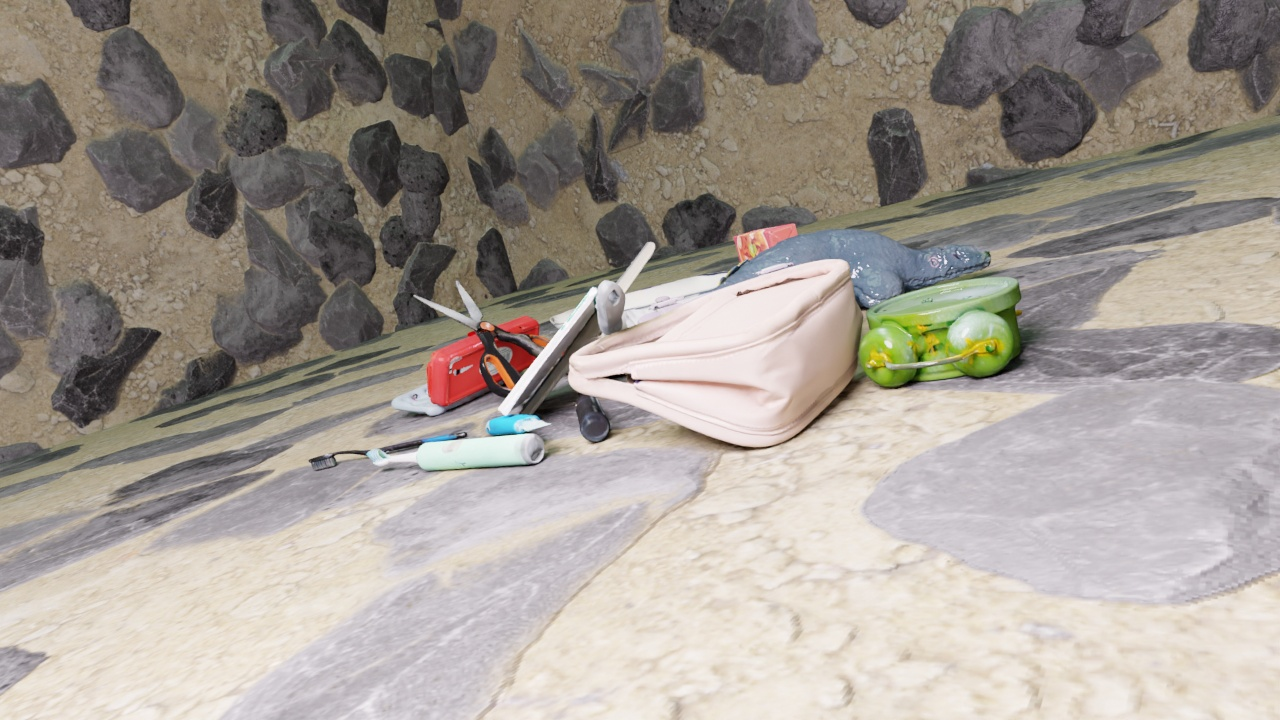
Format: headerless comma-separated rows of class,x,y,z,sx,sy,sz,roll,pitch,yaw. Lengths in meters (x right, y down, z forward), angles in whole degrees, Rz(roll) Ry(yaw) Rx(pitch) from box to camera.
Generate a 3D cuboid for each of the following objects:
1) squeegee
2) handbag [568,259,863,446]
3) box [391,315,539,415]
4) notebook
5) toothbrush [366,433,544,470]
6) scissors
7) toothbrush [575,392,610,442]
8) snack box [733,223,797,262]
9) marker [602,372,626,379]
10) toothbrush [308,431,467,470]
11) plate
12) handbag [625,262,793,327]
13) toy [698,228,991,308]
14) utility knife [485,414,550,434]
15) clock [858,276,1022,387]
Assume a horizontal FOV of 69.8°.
squeegee,-0.033,-0.037,0.863,0.246,0.039,0.247,-54,2,-10
handbag,0.046,-0.009,0.739,0.235,0.093,0.192,-1,20,33
box,-0.233,0.004,1.225,0.100,0.113,0.200,18,26,26
notebook,-0.090,-0.009,0.970,0.150,0.012,0.209,-52,2,-2
toothbrush,-0.174,0.085,0.834,0.225,0.027,0.026,-8,41,38
scissors,-0.180,-0.027,1.161,0.220,0.022,0.230,16,33,-21
toothbrush,-0.050,0.045,0.886,0.027,0.026,0.212,19,4,-8
snack box,0.175,-0.122,1.251,0.044,0.113,0.127,-20,9,-19
marker,-0.006,0.006,1.068,0.132,0.020,0.022,-13,10,20
toothbrush,-0.273,0.097,0.989,0.190,0.016,0.014,-10,1,12
plate,0.015,-0.069,1.196,0.265,0.034,0.162,-15,11,-10
handbag,0.095,-0.032,0.915,0.197,0.098,0.145,-17,15,-8
toy,0.224,-0.101,1.067,0.356,0.091,0.137,-8,22,-9
utility knife,-0.111,0.059,0.842,0.034,0.018,0.210,-14,0,-18
clock,0.234,-0.020,0.711,0.116,0.056,0.160,-10,10,33
